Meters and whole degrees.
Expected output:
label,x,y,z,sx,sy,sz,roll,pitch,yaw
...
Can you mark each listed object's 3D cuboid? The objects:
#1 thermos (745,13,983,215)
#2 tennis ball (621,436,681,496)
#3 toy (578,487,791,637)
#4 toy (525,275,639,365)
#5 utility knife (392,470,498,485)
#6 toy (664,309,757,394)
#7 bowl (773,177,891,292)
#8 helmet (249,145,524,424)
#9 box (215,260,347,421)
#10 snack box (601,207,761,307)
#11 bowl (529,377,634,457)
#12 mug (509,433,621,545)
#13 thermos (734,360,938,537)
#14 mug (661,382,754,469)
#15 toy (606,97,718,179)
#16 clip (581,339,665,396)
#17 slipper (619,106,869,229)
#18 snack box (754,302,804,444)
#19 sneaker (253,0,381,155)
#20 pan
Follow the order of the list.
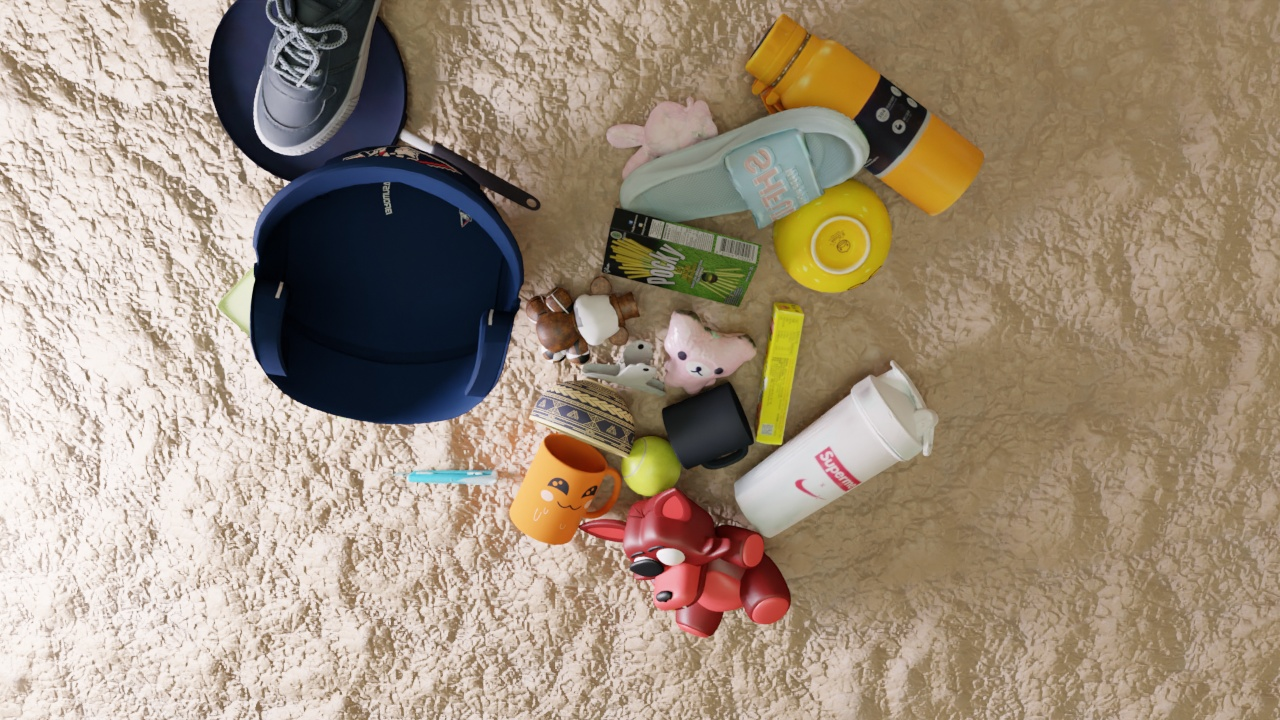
label,x,y,z,sx,sy,sz,roll,pitch,yaw
thermos,0.204,-0.227,0.868,0.232,0.076,0.091,34,100,-8
tennis ball,0.012,0.115,1.002,0.065,0.065,0.065,1,109,3
toy,0.052,0.215,0.989,0.197,0.120,0.159,38,138,-25
toy,-0.058,-0.042,0.959,0.112,0.067,0.087,-20,107,0
utility knife,-0.222,0.134,1.045,0.124,0.022,0.015,0,115,3
toy,0.061,-0.003,0.967,0.099,0.052,0.096,23,123,-13
bowl,0.193,-0.120,0.910,0.117,0.067,0.117,1,109,3
helmet,-0.220,-0.092,0.822,0.232,0.222,0.273,7,151,-13
box,-0.346,-0.037,0.987,0.188,0.047,0.141,44,114,-10
snack box,0.039,-0.102,0.923,0.147,0.025,0.080,14,152,-1
bowl,-0.054,0.054,0.970,0.112,0.112,0.061,22,82,-4
mug,-0.076,0.145,1.019,0.112,0.077,0.096,16,111,-30
thermos,0.207,0.102,0.974,0.221,0.099,0.099,-39,102,19
mug,0.079,0.080,0.990,0.077,0.071,0.105,-23,132,10
toy,0.023,-0.219,0.900,0.110,0.047,0.063,-17,106,21
clip,-0.006,0.006,0.970,0.101,0.040,0.054,15,135,-29
slipper,0.096,-0.163,0.868,0.246,0.104,0.074,-12,65,23
snack box,0.146,0.014,0.973,0.029,0.040,0.148,7,109,1
sneaker,-0.302,-0.296,0.848,0.089,0.087,0.236,25,108,-5
pan,-0.260,-0.238,0.922,0.356,0.021,0.199,27,108,-5
